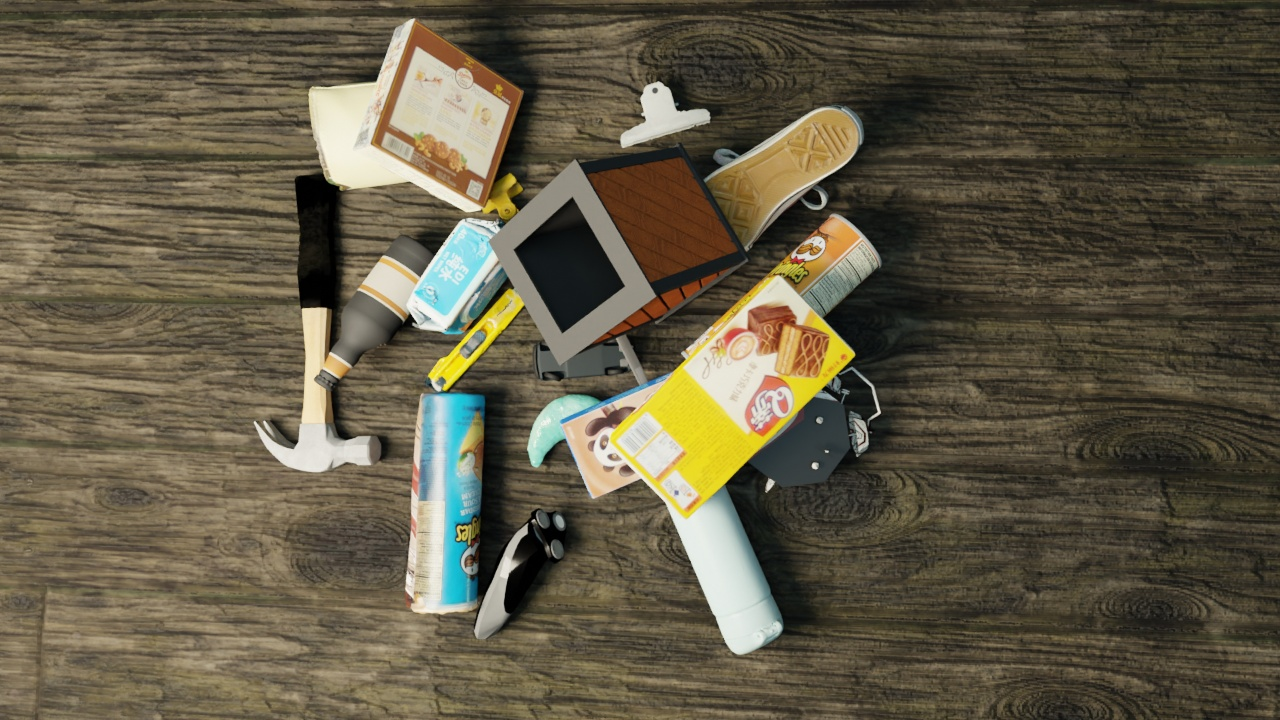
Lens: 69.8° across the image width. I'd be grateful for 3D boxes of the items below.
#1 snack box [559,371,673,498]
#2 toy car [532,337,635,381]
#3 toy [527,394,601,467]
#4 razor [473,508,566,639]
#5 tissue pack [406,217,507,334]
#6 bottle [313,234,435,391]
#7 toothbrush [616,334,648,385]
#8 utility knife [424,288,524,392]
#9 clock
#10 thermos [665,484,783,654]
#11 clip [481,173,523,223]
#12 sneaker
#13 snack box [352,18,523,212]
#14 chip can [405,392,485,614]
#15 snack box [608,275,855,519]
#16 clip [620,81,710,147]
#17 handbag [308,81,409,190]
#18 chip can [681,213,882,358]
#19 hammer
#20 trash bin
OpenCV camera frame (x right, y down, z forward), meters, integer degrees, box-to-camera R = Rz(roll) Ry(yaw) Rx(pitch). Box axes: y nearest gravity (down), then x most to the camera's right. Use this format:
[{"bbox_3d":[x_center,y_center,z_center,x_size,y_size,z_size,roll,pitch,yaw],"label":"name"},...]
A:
[{"bbox_3d":[0.000,0.075,0.966,0.151,0.034,0.087,-23,99,-4],"label":"snack box"},{"bbox_3d":[-0.061,-0.003,0.994,0.112,0.034,0.046,-5,91,-9],"label":"toy car"},{"bbox_3d":[-0.069,0.078,0.997,0.105,0.033,0.085,5,98,2],"label":"toy"},{"bbox_3d":[-0.135,0.232,0.987,0.060,0.057,0.156,44,101,33],"label":"razor"},{"bbox_3d":[-0.185,-0.089,0.980,0.061,0.093,0.144,35,91,2],"label":"tissue pack"},{"bbox_3d":[-0.286,-0.047,0.983,0.059,0.059,0.181,31,76,5],"label":"bottle"},{"bbox_3d":[-0.006,0.006,0.984,0.012,0.013,0.167,-30,99,-21],"label":"toothbrush"},{"bbox_3d":[-0.173,-0.033,1.018,0.030,0.017,0.179,42,89,-5],"label":"utility knife"},{"bbox_3d":[0.178,0.066,0.960,0.155,0.065,0.114,-31,86,4],"label":"clock"},{"bbox_3d":[0.084,0.202,0.960,0.065,0.078,0.207,-21,84,-27],"label":"thermos"},{"bbox_3d":[-0.151,-0.174,1.015,0.054,0.044,0.049,-32,105,1],"label":"clip"},{"bbox_3d":[0.128,-0.183,0.965,0.242,0.087,0.118,-35,98,24],"label":"sneaker"},{"bbox_3d":[-0.207,-0.252,0.958,0.041,0.143,0.147,2,72,48],"label":"snack box"},{"bbox_3d":[-0.208,0.149,0.982,0.080,0.080,0.229,2,87,4],"label":"chip can"},{"bbox_3d":[0.087,0.036,0.897,0.230,0.061,0.110,-45,92,2],"label":"snack box"},{"bbox_3d":[0.022,-0.273,1.013,0.102,0.050,0.058,-15,80,3],"label":"clip"},{"bbox_3d":[-0.291,-0.248,1.004,0.119,0.081,0.111,-6,95,3],"label":"handbag"},{"bbox_3d":[0.147,-0.053,0.962,0.215,0.075,0.075,-43,86,2],"label":"chip can"},{"bbox_3d":[-0.360,-0.041,1.021,0.131,0.039,0.328,-2,87,6],"label":"hammer"},{"bbox_3d":[-0.018,-0.108,0.903,0.140,0.171,0.139,-33,85,39],"label":"trash bin"}]
